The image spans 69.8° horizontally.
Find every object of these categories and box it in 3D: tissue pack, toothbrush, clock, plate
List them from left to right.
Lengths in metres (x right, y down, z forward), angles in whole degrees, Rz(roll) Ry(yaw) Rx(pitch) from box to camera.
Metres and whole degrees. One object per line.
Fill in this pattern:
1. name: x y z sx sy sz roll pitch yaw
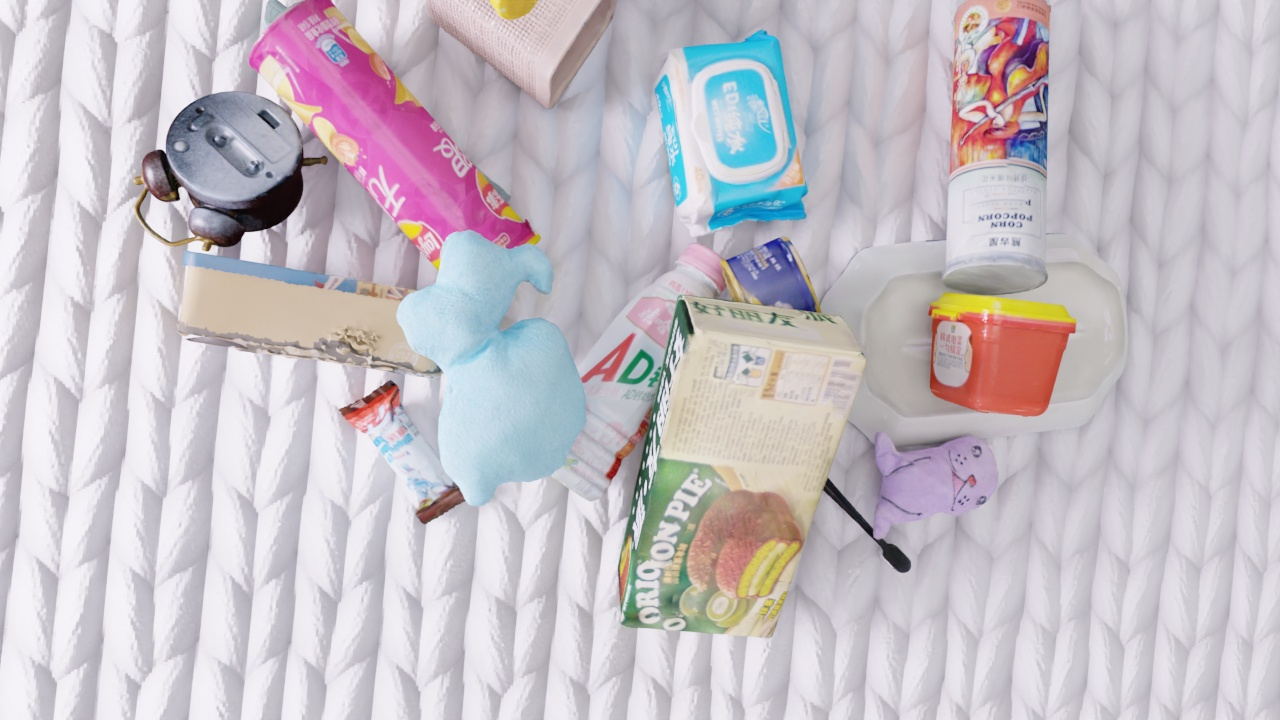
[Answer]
1. clock: -0.275 -0.122 0.606 0.082 0.055 0.121 43 66 3
2. tissue pack: 0.066 -0.164 0.668 0.090 0.063 0.140 -11 92 -9
3. toothbrush: 0.144 0.098 0.709 0.015 0.018 0.181 -44 95 -12
4. plate: 0.269 -0.017 0.715 0.265 0.034 0.162 -4 91 -9

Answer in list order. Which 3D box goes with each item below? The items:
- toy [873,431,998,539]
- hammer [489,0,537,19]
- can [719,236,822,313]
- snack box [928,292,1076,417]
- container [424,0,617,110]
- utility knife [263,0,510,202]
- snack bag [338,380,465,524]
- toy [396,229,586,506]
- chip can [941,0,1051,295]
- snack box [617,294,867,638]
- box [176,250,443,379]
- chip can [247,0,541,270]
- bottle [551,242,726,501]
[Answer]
1. toy: 0.226 0.089 0.706 0.108 0.039 0.084 -6 101 -12
2. hammer: 0.001 -0.289 0.608 0.299 0.033 0.128 -20 68 -34
3. can: 0.103 -0.016 0.651 0.049 0.074 0.148 -23 123 2
4. snack box: 0.248 -0.005 0.651 0.082 0.091 0.080 6 96 -9
5. container: -0.084 -0.250 0.634 0.111 0.090 0.090 33 86 -4
6. utility knife: -0.181 -0.180 0.655 0.216 0.013 0.029 38 89 -8
7. snack bag: -0.166 0.066 0.655 0.048 0.026 0.104 -31 95 5
8. toy: -0.088 0.008 0.587 0.156 0.050 0.161 37 75 -17
9. chip can: 0.264 -0.161 0.677 0.071 0.071 0.214 8 78 -9
10. snack box: 0.059 0.078 0.619 0.114 0.063 0.241 7 119 -8
11. box: -0.218 -0.030 0.613 0.184 0.090 0.061 11 90 -14
12. chip can: -0.163 -0.139 0.620 0.071 0.071 0.210 -43 101 -6
13. bottle: -0.004 0.004 0.660 0.068 0.068 0.196 35 83 -8
